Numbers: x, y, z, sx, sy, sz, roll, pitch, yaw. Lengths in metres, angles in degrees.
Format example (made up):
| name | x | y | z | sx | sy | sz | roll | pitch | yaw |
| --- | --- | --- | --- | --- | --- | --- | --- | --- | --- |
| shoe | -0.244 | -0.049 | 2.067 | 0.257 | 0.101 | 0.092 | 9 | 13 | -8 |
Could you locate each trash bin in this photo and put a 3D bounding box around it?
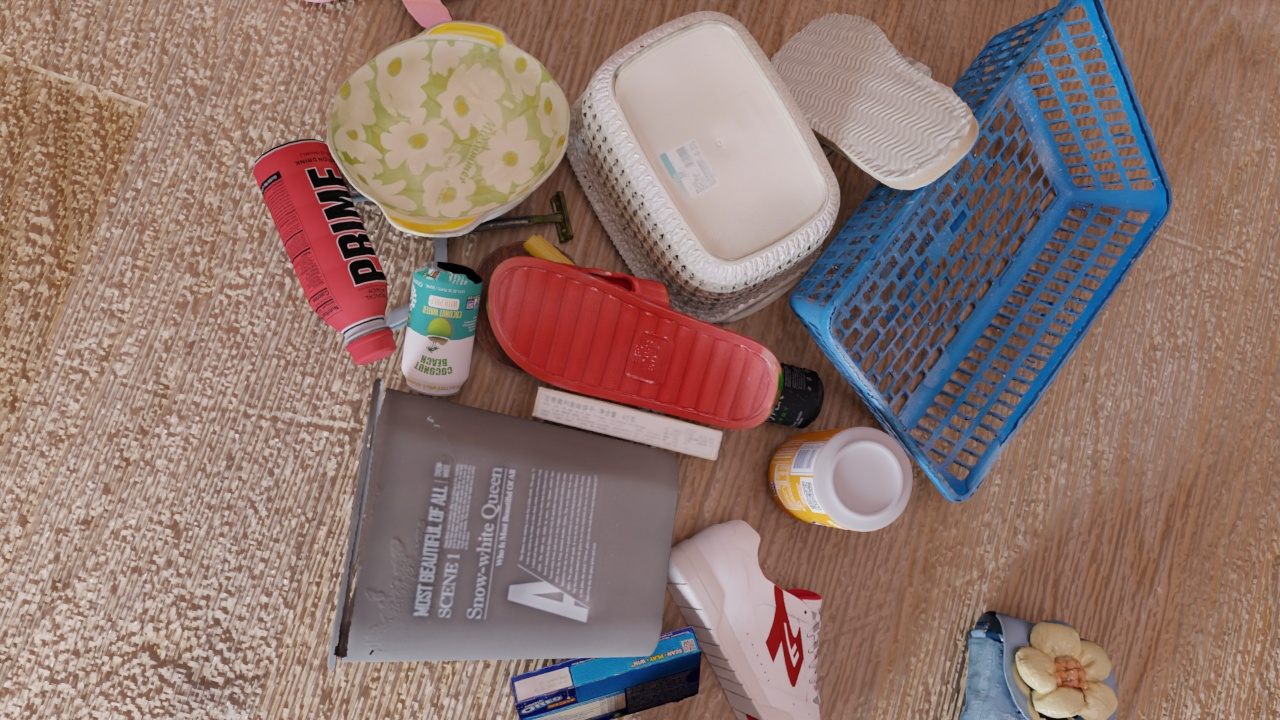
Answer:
| name | x | y | z | sx | sy | sz | roll | pitch | yaw |
| --- | --- | --- | --- | --- | --- | --- | --- | --- | --- |
| trash bin | -0.103 | 0.129 | 0.692 | 0.220 | 0.198 | 0.197 | 9 | 83 | -14 |

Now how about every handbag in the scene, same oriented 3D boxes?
| name | x | y | z | sx | sy | sz | roll | pitch | yaw |
| --- | --- | --- | --- | --- | --- | --- | --- | --- | --- |
| handbag | 0.327 | 0.313 | 0.767 | 0.122 | 0.119 | 0.191 | 22 | 75 | -6 |

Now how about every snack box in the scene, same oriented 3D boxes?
| name | x | y | z | sx | sy | sz | roll | pitch | yaw |
| --- | --- | --- | --- | --- | --- | --- | --- | --- | --- |
| snack box | -0.009 | 0.051 | 0.750 | 0.150 | 0.082 | 0.026 | 13 | 87 | 2 |
| snack box | -0.025 | 0.261 | 0.737 | 0.150 | 0.082 | 0.027 | -13 | 47 | -11 |

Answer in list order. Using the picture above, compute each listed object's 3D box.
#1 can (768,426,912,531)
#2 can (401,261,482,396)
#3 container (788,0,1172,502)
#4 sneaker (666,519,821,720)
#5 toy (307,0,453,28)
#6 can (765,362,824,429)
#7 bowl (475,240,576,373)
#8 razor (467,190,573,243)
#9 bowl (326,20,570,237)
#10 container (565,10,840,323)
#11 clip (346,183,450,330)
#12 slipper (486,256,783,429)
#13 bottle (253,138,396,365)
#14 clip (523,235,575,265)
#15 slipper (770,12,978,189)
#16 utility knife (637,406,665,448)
| name | x | y | z | sx | sy | sz | roll | pitch | yaw |
| --- | --- | --- | --- | --- | --- | --- | --- | --- | --- |
| can | 0.157 | 0.096 | 0.751 | 0.079 | 0.142 | 0.079 | 1 | 83 | -9 |
| can | -0.162 | -0.026 | 0.746 | 0.055 | 0.055 | 0.102 | 9 | 106 | -8 |
| container | 0.288 | -0.095 | 0.778 | 0.361 | 0.089 | 0.257 | -51 | 124 | -11 |
| sneaker | 0.116 | 0.241 | 0.764 | 0.104 | 0.090 | 0.236 | -28 | 85 | -17 |
| toy | -0.204 | -0.374 | 0.776 | 0.238 | 0.088 | 0.190 | -30 | 108 | -6 |
| can | 0.088 | 0.021 | 0.794 | 0.137 | 0.054 | 0.054 | 13 | 82 | -7 |
| bowl | -0.094 | -0.044 | 0.787 | 0.102 | 0.026 | 0.114 | -9 | 85 | -10 |
| razor | -0.110 | -0.118 | 0.781 | 0.105 | 0.026 | 0.042 | -10 | 87 | -25 |
| bowl | -0.152 | -0.178 | 0.750 | 0.188 | 0.060 | 0.219 | 5 | 64 | -2 |
| container | 0.053 | -0.161 | 0.763 | 0.184 | 0.143 | 0.251 | -30 | 89 | -6 |
| clip | -0.187 | -0.086 | 0.778 | 0.172 | 0.031 | 0.164 | -18 | 89 | -9 |
| slipper | -0.006 | -0.016 | 0.742 | 0.249 | 0.059 | 0.104 | 21 | 109 | 5 |
| bottle | -0.242 | -0.082 | 0.724 | 0.062 | 0.062 | 0.176 | -23 | 88 | -11 |
| clip | -0.079 | -0.076 | 0.766 | 0.054 | 0.048 | 0.046 | 41 | 53 | -4 |
| slipper | 0.185 | -0.213 | 0.755 | 0.114 | 0.272 | 0.054 | -35 | 128 | 11 |
| utility knife | -0.005 | 0.005 | 0.803 | 0.022 | 0.015 | 0.147 | -19 | 84 | 0 |
